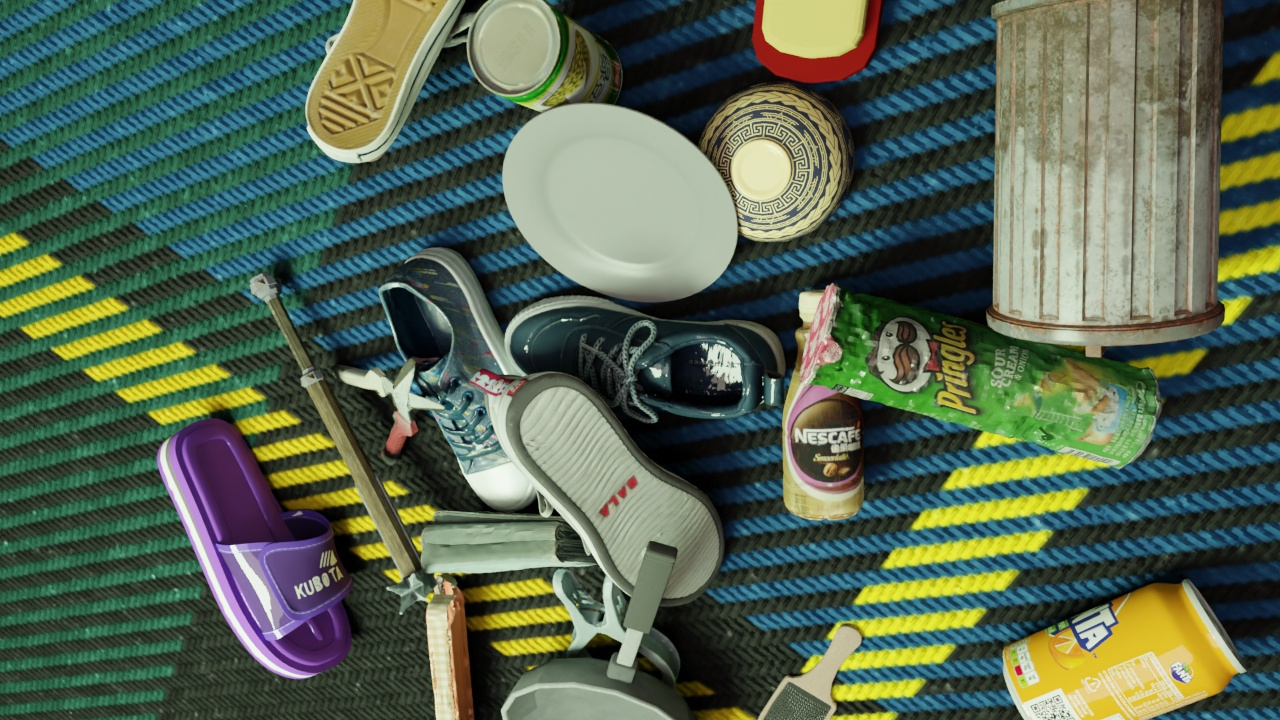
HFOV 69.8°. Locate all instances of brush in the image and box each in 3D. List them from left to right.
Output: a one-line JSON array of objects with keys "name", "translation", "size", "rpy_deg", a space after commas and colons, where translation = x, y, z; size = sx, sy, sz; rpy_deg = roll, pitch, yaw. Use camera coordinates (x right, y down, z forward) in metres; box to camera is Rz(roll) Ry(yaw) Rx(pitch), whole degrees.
[{"name": "brush", "translation": [0.147, 0.277, 0.773], "size": [0.050, 0.015, 0.136], "rpy_deg": [29, 113, 9]}, {"name": "brush", "translation": [0.120, -0.271, 0.595], "size": [0.082, 0.041, 0.173], "rpy_deg": [9, 109, 15]}]

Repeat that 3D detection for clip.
[{"name": "clip", "translation": [-0.050, 0.239, 0.792], "size": [0.142, 0.029, 0.171], "rpy_deg": [-12, 124, 23]}]

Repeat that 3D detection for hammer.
[{"name": "hammer", "translation": [-0.260, 0.064, 0.802], "size": [0.028, 0.147, 0.317], "rpy_deg": [-28, 87, -8]}]

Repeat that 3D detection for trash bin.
[{"name": "trash bin", "translation": [0.276, -0.109, 0.548], "size": [0.131, 0.130, 0.211], "rpy_deg": [-1, 105, 19]}]

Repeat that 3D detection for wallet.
[{"name": "wallet", "translation": [-0.107, 0.155, 0.775], "size": [0.132, 0.100, 0.054], "rpy_deg": [-3, 79, 18]}]

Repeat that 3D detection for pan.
[{"name": "pan", "translation": [-0.015, 0.251, 0.743], "size": [0.178, 0.041, 0.358], "rpy_deg": [16, 133, 2]}]

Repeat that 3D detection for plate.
[{"name": "plate", "translation": [-0.015, -0.111, 0.666], "size": [0.178, 0.012, 0.179], "rpy_deg": [14, 141, 11]}]

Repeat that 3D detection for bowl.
[{"name": "bowl", "translation": [0.089, -0.135, 0.637], "size": [0.112, 0.061, 0.112], "rpy_deg": [5, 108, 17]}]

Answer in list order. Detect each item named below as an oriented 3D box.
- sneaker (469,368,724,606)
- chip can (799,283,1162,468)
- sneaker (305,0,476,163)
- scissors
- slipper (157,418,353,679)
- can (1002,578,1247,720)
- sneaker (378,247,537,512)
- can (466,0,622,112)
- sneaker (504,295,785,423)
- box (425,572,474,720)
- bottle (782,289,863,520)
[{"name": "sneaker", "translation": [-0.034, 0.098, 0.723], "size": [0.096, 0.129, 0.263], "rpy_deg": [-49, 121, -12]}, {"name": "chip can", "translation": [0.224, 0.011, 0.611], "size": [0.223, 0.075, 0.075], "rpy_deg": [14, 111, 1]}, {"name": "sneaker", "translation": [-0.172, -0.253, 0.674], "size": [0.118, 0.088, 0.241], "rpy_deg": [21, 89, -1]}, {"name": "scissors", "translation": [-0.214, 0.036, 0.773], "size": [0.179, 0.015, 0.194], "rpy_deg": [36, 143, 28]}, {"name": "slipper", "translation": [-0.339, 0.168, 0.855], "size": [0.084, 0.107, 0.266], "rpy_deg": [-27, 92, 23]}, {"name": "can", "translation": [0.340, 0.217, 0.656], "size": [0.143, 0.079, 0.079], "rpy_deg": [-35, 94, 24]}, {"name": "sneaker", "translation": [-0.144, 0.023, 0.755], "size": [0.088, 0.079, 0.235], "rpy_deg": [-16, 101, 22]}, {"name": "can", "translation": [-0.062, -0.204, 0.631], "size": [0.067, 0.120, 0.067], "rpy_deg": [2, 97, 18]}, {"name": "sneaker", "translation": [-0.004, 0.004, 0.697], "size": [0.236, 0.087, 0.089], "rpy_deg": [4, 107, 18]}, {"name": "box", "translation": [-0.176, 0.292, 0.858], "size": [0.043, 0.083, 0.187], "rpy_deg": [0, 105, 3]}, {"name": "bottle", "translation": [0.135, 0.031, 0.678], "size": [0.060, 0.059, 0.166], "rpy_deg": [1, 98, 18]}]
